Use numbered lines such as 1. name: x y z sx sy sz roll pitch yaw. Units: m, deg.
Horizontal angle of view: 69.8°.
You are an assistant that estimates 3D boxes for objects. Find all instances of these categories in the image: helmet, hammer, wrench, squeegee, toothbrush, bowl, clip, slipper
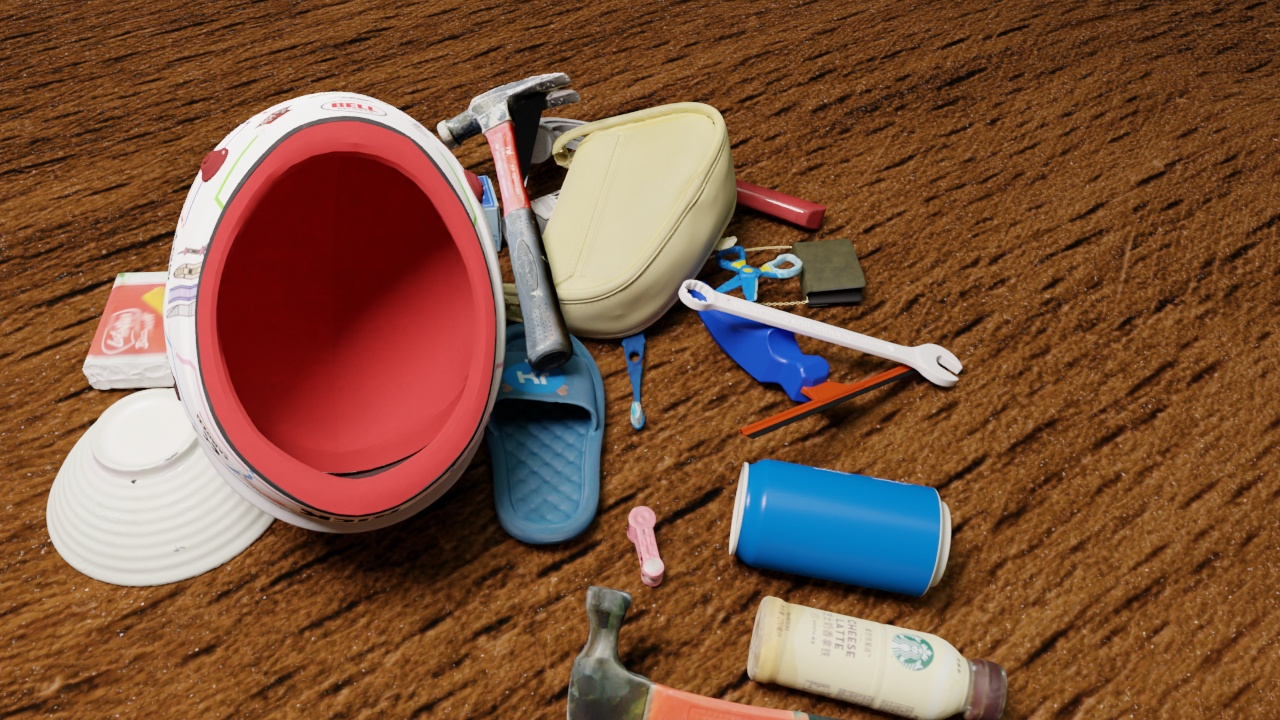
1. helmet: -0.219 -0.033 0.674 0.230 0.236 0.314 1 79 -22
2. hammer: 0.118 0.234 0.560 0.333 0.033 0.133 10 76 2
3. hammer: 0.038 -0.195 0.956 0.316 0.036 0.126 17 24 3
4. wrench: 0.160 -0.024 0.785 0.273 0.009 0.047 15 40 -16
5. hammer: -0.098 -0.131 0.805 0.141 0.036 0.325 -23 54 11
6. squeegee: 0.108 -0.011 0.797 0.248 0.055 0.185 -16 48 -41
7. toothbrush: -0.005 0.005 0.800 0.021 0.016 0.132 -6 49 4
8. bowl: -0.354 0.071 0.678 0.177 0.071 0.177 2 49 -3
9. clip: 0.005 0.134 0.673 0.022 0.037 0.058 -7 53 -14
10. slipper: -0.075 0.047 0.730 0.103 0.059 0.213 -3 50 -10

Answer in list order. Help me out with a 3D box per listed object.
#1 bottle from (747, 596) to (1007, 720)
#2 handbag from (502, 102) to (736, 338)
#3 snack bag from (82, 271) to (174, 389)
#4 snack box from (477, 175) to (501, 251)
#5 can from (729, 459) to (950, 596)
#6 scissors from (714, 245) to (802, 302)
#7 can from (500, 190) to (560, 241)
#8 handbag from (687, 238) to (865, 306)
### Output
1. bottle: 0.155 0.202 0.609 0.162 0.057 0.056 12 48 6
2. handbag: -0.016 -0.123 0.839 0.191 0.088 0.232 8 64 23
3. snack bag: -0.418 -0.028 0.784 0.077 0.036 0.115 -2 48 -7
4. snack box: -0.248 -0.125 0.871 0.226 0.059 0.059 -9 47 -14
5. can: 0.142 0.120 0.666 0.146 0.079 0.078 9 48 4
6. scissors: 0.108 -0.076 0.840 0.105 0.019 0.131 0 29 5
7. can: -0.083 -0.144 0.908 0.106 0.044 0.044 -26 55 -25
8. handbag: 0.121 -0.080 0.886 0.178 0.027 0.084 -4 47 -1
